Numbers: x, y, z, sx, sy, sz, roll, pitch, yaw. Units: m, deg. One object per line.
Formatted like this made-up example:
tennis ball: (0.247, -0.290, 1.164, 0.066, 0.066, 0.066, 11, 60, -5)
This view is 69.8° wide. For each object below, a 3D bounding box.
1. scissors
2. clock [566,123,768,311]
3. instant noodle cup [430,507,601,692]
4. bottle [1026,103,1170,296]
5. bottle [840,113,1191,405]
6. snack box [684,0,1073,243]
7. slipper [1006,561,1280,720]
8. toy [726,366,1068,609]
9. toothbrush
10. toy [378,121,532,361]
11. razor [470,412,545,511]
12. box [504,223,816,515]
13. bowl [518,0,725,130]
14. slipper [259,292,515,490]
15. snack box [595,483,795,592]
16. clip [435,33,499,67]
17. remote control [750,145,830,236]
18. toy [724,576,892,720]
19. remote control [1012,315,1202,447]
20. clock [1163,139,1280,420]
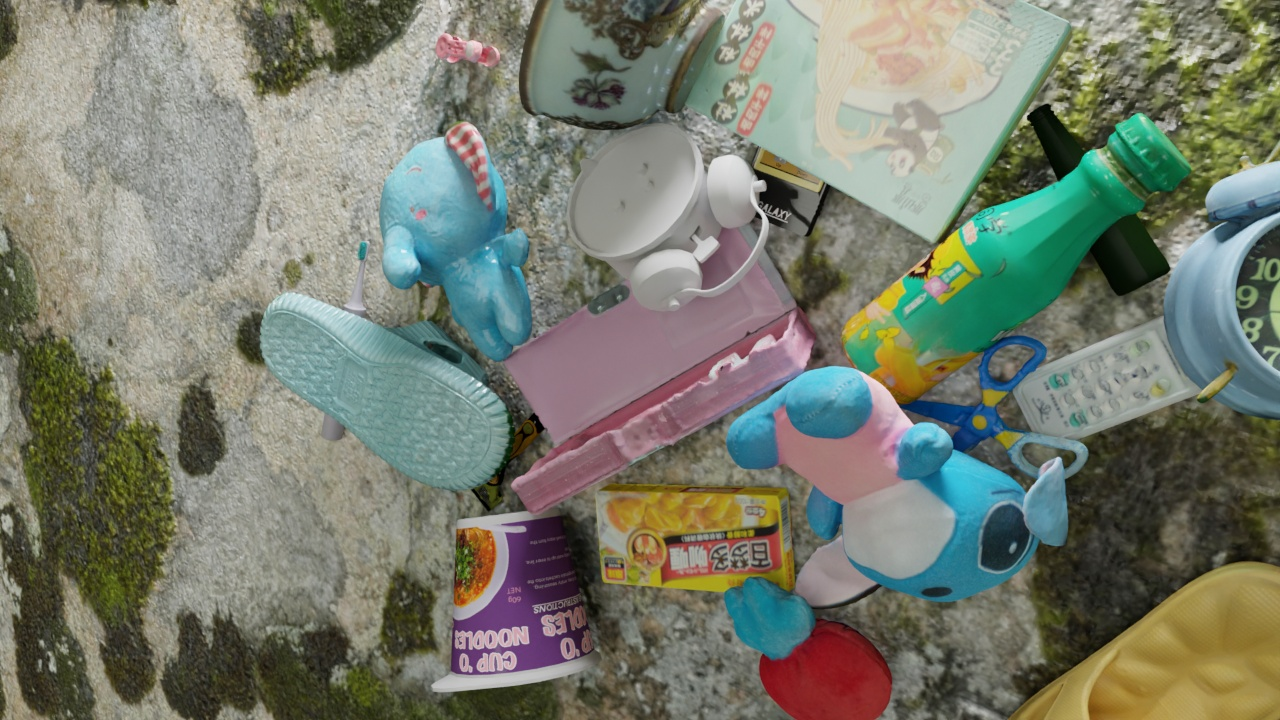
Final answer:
scissors: (0.226, 0.043, 0.585, 0.123, 0.016, 0.126, 51, 133, 23)
clock: (0.018, -0.099, 0.628, 0.159, 0.061, 0.120, 35, 89, 40)
instant noodle cup: (-0.105, 0.182, 0.723, 0.122, 0.136, 0.121, -18, 77, 53)
bottle: (0.270, -0.099, 0.550, 0.033, 0.033, 0.123, -31, 81, 26)
bottle: (0.215, -0.056, 0.542, 0.210, 0.067, 0.068, -44, 76, 35)
snack box: (0.143, -0.182, 0.581, 0.193, 0.044, 0.142, 34, 110, 18)
slipper: (0.298, 0.227, 0.550, 0.099, 0.078, 0.264, 43, 112, 18)
toy: (0.146, 0.083, 0.576, 0.191, 0.098, 0.225, 37, 145, -7)
toothbrush: (-0.265, -0.017, 0.832, 0.018, 0.019, 0.188, 21, 105, 26)
toy: (-0.149, -0.083, 0.714, 0.184, 0.114, 0.180, -35, 74, 50)
razor: (-0.097, 0.065, 0.760, 0.144, 0.021, 0.044, -47, 75, 21)
box: (-0.005, 0.002, 0.654, 0.233, 0.106, 0.115, -30, 97, 24)
bowl: (-0.001, -0.219, 0.613, 0.094, 0.159, 0.160, 29, 108, 4)
slipper: (-0.213, 0.020, 0.784, 0.276, 0.069, 0.116, 26, 109, 21)
snack box: (0.039, 0.134, 0.695, 0.152, 0.025, 0.075, -3, 95, 27)
clip: (-0.143, -0.249, 0.737, 0.060, 0.045, 0.023, 17, 100, 10)
remote control: (0.114, -0.157, 0.631, 0.058, 0.013, 0.133, 26, 107, 22)
toy: (0.114, 0.203, 0.641, 0.133, 0.062, 0.092, 48, 128, 3)
remote control: (0.298, 0.007, 0.554, 0.134, 0.022, 0.050, -28, 83, 26)
clock: (0.353, -0.044, 0.486, 0.118, 0.060, 0.162, 10, 85, 9)
